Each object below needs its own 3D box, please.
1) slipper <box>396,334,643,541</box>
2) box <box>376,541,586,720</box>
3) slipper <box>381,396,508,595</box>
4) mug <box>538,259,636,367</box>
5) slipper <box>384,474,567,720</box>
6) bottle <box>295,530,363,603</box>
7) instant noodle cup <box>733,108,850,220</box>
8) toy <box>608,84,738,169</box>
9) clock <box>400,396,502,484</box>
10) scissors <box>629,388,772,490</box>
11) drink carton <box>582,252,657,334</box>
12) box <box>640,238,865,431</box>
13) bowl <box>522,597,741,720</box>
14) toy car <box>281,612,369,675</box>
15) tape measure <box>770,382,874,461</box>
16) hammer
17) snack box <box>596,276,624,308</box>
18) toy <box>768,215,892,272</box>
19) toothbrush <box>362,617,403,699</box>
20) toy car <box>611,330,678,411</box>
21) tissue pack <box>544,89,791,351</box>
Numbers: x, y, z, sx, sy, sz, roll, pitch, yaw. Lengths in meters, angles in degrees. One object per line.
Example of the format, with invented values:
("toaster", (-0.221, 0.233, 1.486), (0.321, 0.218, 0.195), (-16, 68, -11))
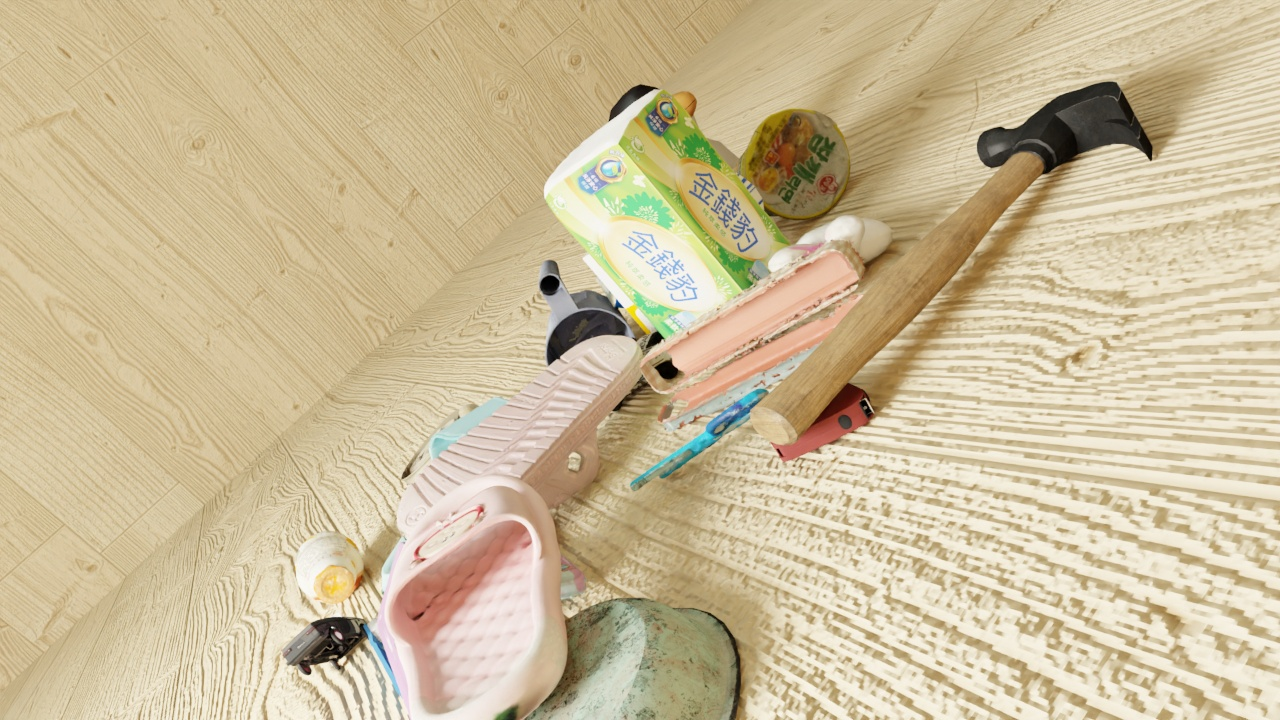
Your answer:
("slipper", (-0.076, 0.069, 0.700), (0.094, 0.064, 0.238), (9, 42, 41))
("box", (-0.125, 0.159, 0.635), (0.139, 0.062, 0.214), (-42, 17, -15))
("slipper", (-0.153, 0.095, 0.839), (0.116, 0.069, 0.275), (-15, 31, 50))
("mug", (-0.059, -0.036, 0.867), (0.084, 0.124, 0.104), (-31, 16, 3))
("slipper", (-0.093, 0.123, 0.493), (0.107, 0.056, 0.221), (-32, 23, -3))
("bottle", (-0.301, 0.205, 0.892), (0.063, 0.063, 0.109), (-45, 18, -15))
("instant noodle cup", (0.133, -0.177, 0.867), (0.102, 0.102, 0.108), (-43, 8, -6))
("toy", (0.031, -0.201, 0.977), (0.140, 0.184, 0.158), (-34, 18, 26))
("clock", (-0.186, 0.089, 0.949), (0.141, 0.054, 0.092), (-45, 15, 13))
("scissors", (0.040, 0.047, 0.562), (0.141, 0.013, 0.113), (-33, -11, 15))
("drink carton", (0.012, -0.069, 0.791), (0.059, 0.122, 0.040), (-26, 22, 41))
("box", (0.075, -0.014, 0.637), (0.188, 0.054, 0.076), (-31, 51, 33))
("bowl", (-0.027, 0.167, 0.426), (0.158, 0.038, 0.157), (-37, 17, 13))
("toy car", (-0.251, 0.223, 0.733), (0.040, 0.037, 0.092), (-43, -16, -3))
("tape measure", (0.102, 0.031, 0.523), (0.059, 0.019, 0.051), (-29, 17, 15))
("hammer", (0.176, -0.061, 0.533), (0.304, 0.040, 0.132), (-43, 15, -20))
("snack box", (0.005, -0.074, 0.904), (0.150, 0.082, 0.026), (-120, 37, -73))
("toy", (0.145, -0.084, 0.669), (0.076, 0.037, 0.125), (-19, 1, 30))
("toothbrush", (-0.185, 0.220, 0.678), (0.014, 0.016, 0.167), (-46, 18, -18))
("toy car", (-0.005, 0.005, 0.786), (0.113, 0.040, 0.048), (-32, 18, 29))
("tissue pack", (0.042, -0.117, 0.718), (0.121, 0.198, 0.141), (-14, 33, 45))
